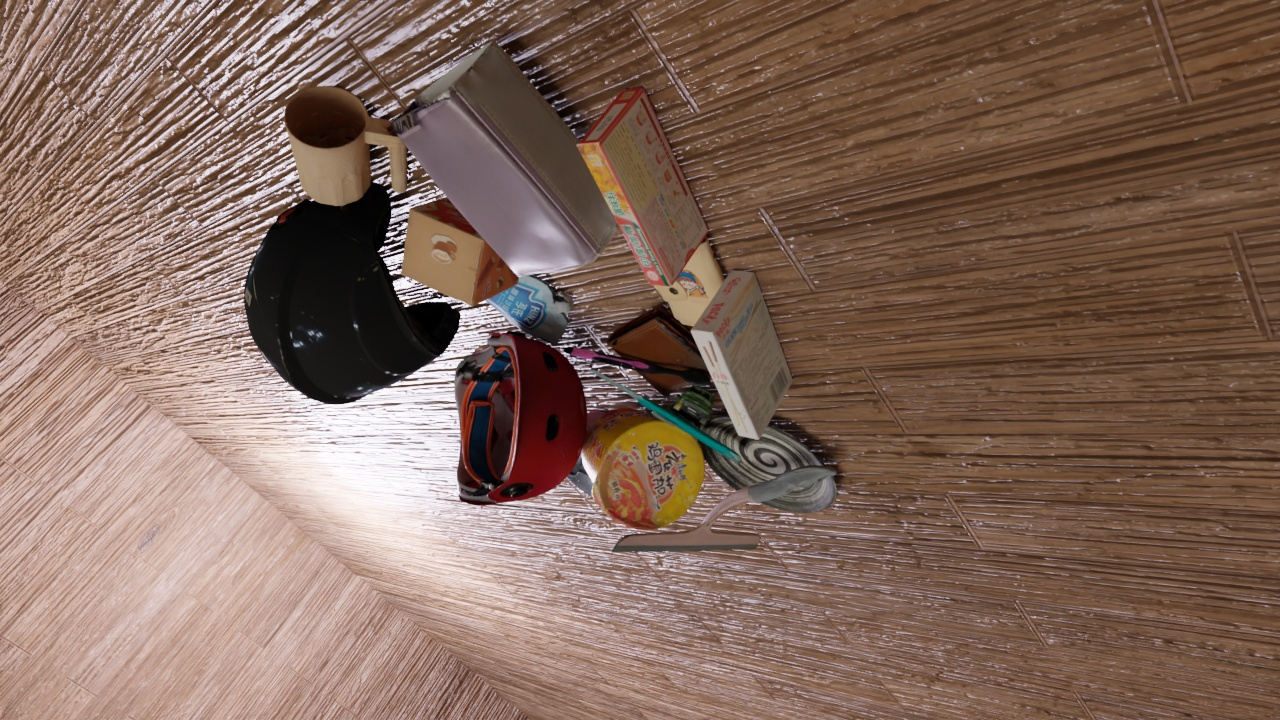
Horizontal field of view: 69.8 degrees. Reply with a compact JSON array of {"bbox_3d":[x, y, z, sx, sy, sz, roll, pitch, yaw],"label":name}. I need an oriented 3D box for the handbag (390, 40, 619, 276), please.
[{"bbox_3d":[-0.120,-0.177,0.849,0.145,0.098,0.197,-9,131,47],"label":"handbag"}]

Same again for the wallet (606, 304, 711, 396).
[{"bbox_3d":[0.027,-0.007,1.022,0.101,0.032,0.125,40,150,-16],"label":"wallet"}]

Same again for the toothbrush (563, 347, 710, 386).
[{"bbox_3d":[-0.006,0.006,1.028,0.189,0.014,0.018,12,161,28],"label":"toothbrush"}]

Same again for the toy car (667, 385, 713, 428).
[{"bbox_3d":[0.059,0.056,1.073,0.043,0.036,0.091,28,159,-2],"label":"toy car"}]

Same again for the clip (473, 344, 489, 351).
[{"bbox_3d":[-0.185,0.011,1.250,0.103,0.034,0.093,8,138,25],"label":"clip"}]

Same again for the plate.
[{"bbox_3d":[0.151,0.120,1.094,0.179,0.024,0.180,23,147,16],"label":"plate"}]

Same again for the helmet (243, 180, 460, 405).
[{"bbox_3d":[-0.367,-0.076,1.124,0.275,0.229,0.234,34,155,41],"label":"helmet"}]

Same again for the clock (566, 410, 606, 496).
[{"bbox_3d":[-0.056,0.140,1.254,0.117,0.059,0.159,20,133,30],"label":"clock"}]

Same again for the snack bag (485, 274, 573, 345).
[{"bbox_3d":[-0.166,-0.090,1.081,0.191,0.038,0.111,35,139,-3],"label":"snack bag"}]

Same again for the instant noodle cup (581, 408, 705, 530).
[{"bbox_3d":[-0.006,0.124,1.129,0.138,0.138,0.110,50,172,-26],"label":"instant noodle cup"}]

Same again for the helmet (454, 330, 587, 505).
[{"bbox_3d":[-0.134,0.070,1.130,0.143,0.206,0.241,5,159,-29],"label":"helmet"}]

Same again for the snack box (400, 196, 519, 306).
[{"bbox_3d":[-0.185,-0.120,0.974,0.093,0.094,0.077,24,119,16],"label":"snack box"}]

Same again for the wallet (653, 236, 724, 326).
[{"bbox_3d":[0.048,-0.076,0.909,0.087,0.024,0.115,9,143,38],"label":"wallet"}]

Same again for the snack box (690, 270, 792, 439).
[{"bbox_3d":[0.103,-0.003,0.898,0.027,0.084,0.157,11,143,37],"label":"snack box"}]

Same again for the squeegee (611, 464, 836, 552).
[{"bbox_3d":[0.132,0.166,1.079,0.247,0.040,0.250,10,146,-40],"label":"squeegee"}]

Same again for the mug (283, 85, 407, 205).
[{"bbox_3d":[-0.315,-0.227,0.996,0.124,0.084,0.104,8,152,-9],"label":"mug"}]

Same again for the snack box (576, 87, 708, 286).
[{"bbox_3d":[0.006,-0.146,0.792,0.027,0.076,0.156,7,141,38],"label":"snack box"}]

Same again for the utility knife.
[{"bbox_3d":[0.031,0.065,1.058,0.216,0.013,0.029,32,163,-12],"label":"utility knife"}]
